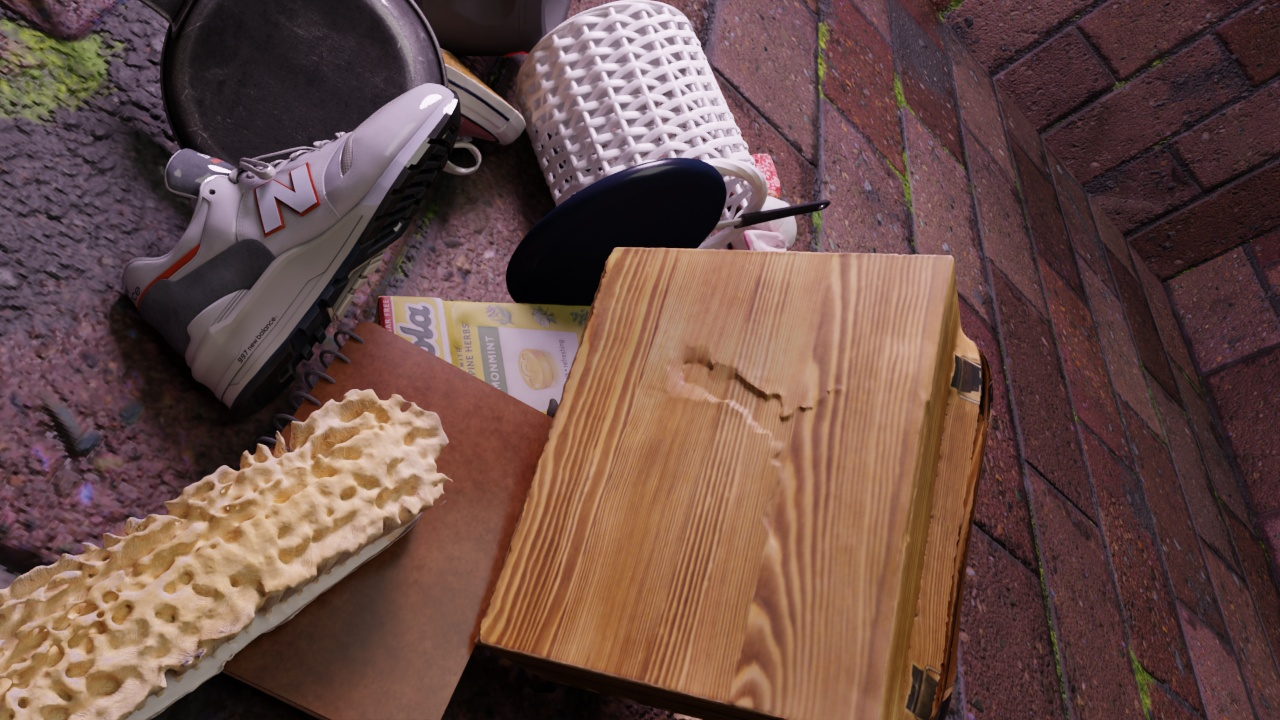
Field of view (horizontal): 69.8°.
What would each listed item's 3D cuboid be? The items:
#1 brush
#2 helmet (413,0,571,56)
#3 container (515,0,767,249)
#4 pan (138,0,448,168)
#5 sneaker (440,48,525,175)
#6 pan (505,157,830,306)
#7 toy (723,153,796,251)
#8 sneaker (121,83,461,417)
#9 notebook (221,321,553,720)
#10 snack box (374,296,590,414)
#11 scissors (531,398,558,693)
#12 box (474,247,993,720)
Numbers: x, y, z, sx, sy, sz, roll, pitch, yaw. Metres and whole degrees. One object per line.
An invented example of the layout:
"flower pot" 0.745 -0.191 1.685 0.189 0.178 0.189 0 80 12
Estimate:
"brush" -0.213 0.105 0.454 0.270 0.057 0.083 -34 80 -37
"helmet" -0.156 -0.363 0.824 0.170 0.164 0.264 13 31 -1
"container" -0.003 -0.199 0.860 0.189 0.190 0.186 0 63 -48
"pan" -0.297 -0.227 0.602 0.356 0.187 0.055 31 3 -14
"sneaker" -0.175 -0.208 0.755 0.118 0.088 0.240 43 11 13
"pan" 0.046 -0.112 0.802 0.355 0.199 0.021 -16 69 -35
"toy" 0.141 -0.170 1.096 0.159 0.084 0.194 31 37 -59
"sneaker" -0.219 -0.094 0.560 0.124 0.089 0.239 32 80 -5
"notebook" -0.155 0.093 0.544 0.167 0.024 0.224 29 52 -7
"snack box" -0.097 0.014 0.668 0.180 0.045 0.121 1 62 -23
"scissors" -0.079 0.130 0.614 0.179 0.015 0.195 -18 91 -28
"box" 0.104 0.109 0.607 0.264 0.270 0.278 55 46 -51
